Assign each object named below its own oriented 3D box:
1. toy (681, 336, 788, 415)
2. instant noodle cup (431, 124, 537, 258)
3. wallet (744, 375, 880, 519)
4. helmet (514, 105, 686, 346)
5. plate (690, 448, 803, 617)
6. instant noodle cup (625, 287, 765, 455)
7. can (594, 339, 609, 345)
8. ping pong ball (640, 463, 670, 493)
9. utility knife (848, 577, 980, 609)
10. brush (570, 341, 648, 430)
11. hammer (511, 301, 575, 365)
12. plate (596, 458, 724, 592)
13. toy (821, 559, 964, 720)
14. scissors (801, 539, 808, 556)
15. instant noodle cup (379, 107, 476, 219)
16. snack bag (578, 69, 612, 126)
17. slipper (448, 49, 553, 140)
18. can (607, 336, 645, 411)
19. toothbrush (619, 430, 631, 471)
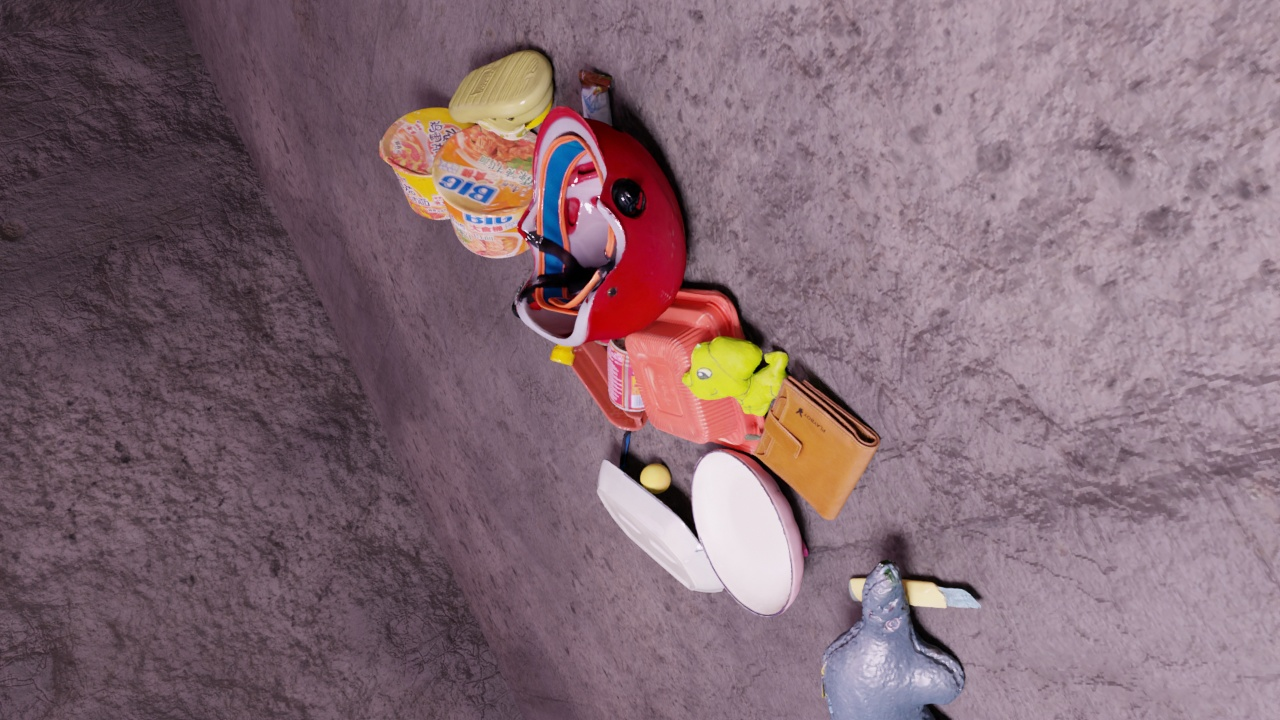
[{"bbox_3d":[0.096,0.012,0.900,0.100,0.097,0.031,46,-161,-12],"label":"toy"},{"bbox_3d":[-0.183,-0.210,1.172,0.151,0.151,0.112,54,160,22],"label":"instant noodle cup"},{"bbox_3d":[0.162,0.080,0.884,0.119,0.035,0.131,38,146,21],"label":"wallet"},{"bbox_3d":[-0.032,-0.133,0.951,0.207,0.143,0.240,-3,86,59],"label":"helmet"},{"bbox_3d":[0.123,0.187,1.021,0.192,0.039,0.193,40,138,49],"label":"plate"},{"bbox_3d":[0.053,0.018,0.989,0.165,0.079,0.189,11,123,60],"label":"instant noodle cup"},{"bbox_3d":[-0.038,-0.085,1.099,0.053,0.053,0.133,40,145,41],"label":"can"},{"bbox_3d":[0.020,0.156,1.215,0.040,0.040,0.040,43,147,38],"label":"ping pong ball"},{"bbox_3d":[0.249,0.221,0.864,0.031,0.020,0.190,60,161,-1],"label":"utility knife"},{"bbox_3d":[-0.039,0.028,1.189,0.145,0.063,0.069,56,166,16],"label":"brush"},{"bbox_3d":[-0.128,-0.068,1.260,0.301,0.032,0.128,12,85,68],"label":"hammer"},{"bbox_3d":[0.016,0.231,1.246,0.266,0.034,0.162,31,154,51],"label":"plate"},{"bbox_3d":[0.245,0.334,0.893,0.138,0.091,0.356,5,119,47],"label":"toy"},{"bbox_3d":[0.147,0.190,1.037,0.130,0.017,0.133,-17,93,66],"label":"scissors"},{"bbox_3d":[-0.295,-0.281,1.334,0.138,0.137,0.110,52,159,26],"label":"instant noodle cup"},{"bbox_3d":[-0.047,-0.259,0.995,0.048,0.026,0.104,29,138,34],"label":"snack bag"},{"bbox_3d":[-0.158,-0.316,1.112,0.191,0.091,0.081,11,163,49],"label":"slipper"},{"bbox_3d":[-0.007,0.006,1.104,0.066,0.066,0.094,44,147,38],"label":"can"},{"bbox_3d":[-0.022,0.117,1.292,0.016,0.014,0.190,51,152,29],"label":"toothbrush"}]
